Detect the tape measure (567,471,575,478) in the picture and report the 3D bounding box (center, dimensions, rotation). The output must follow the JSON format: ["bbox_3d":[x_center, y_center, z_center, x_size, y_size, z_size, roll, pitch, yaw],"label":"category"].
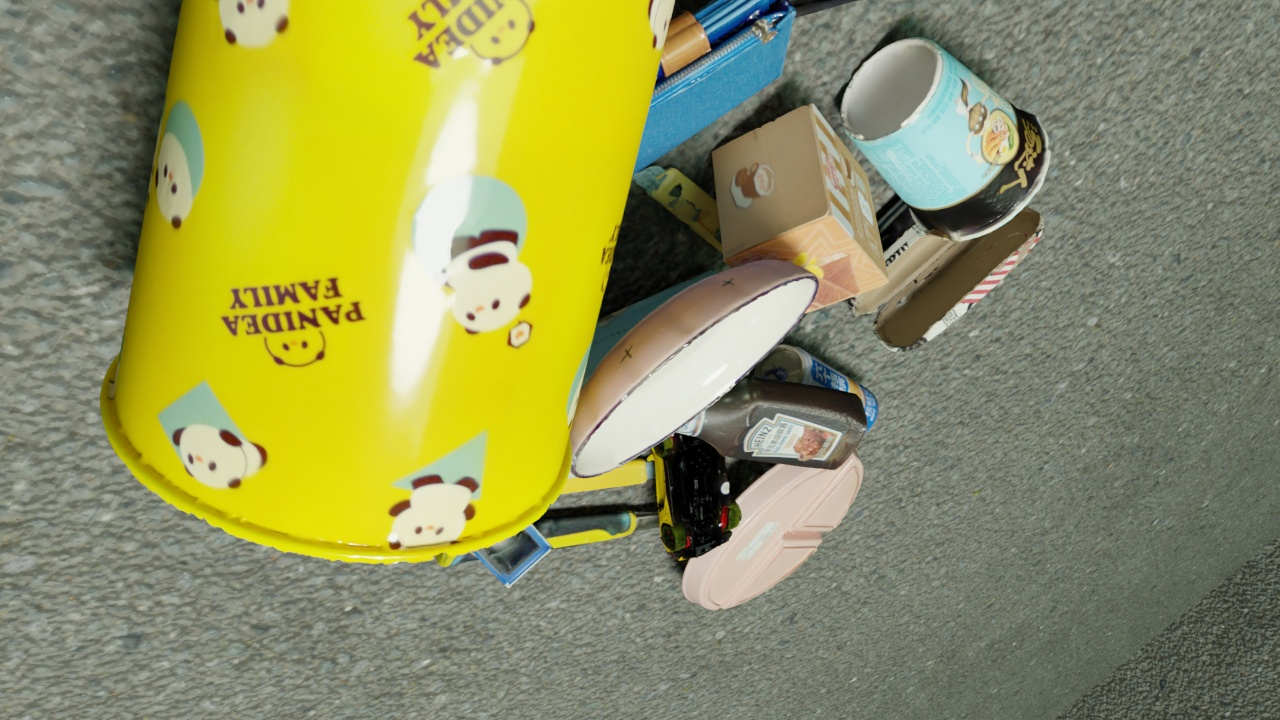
[{"bbox_3d":[-0.050,0.060,0.720,0.066,0.033,0.066,-6,133,-26],"label":"tape measure"}]

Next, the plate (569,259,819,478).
[{"bbox_3d":[0.025,0.000,0.571,0.192,0.039,0.193,-36,165,-11],"label":"plate"}]

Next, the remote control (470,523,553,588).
[{"bbox_3d":[-0.120,0.122,0.709,0.049,0.024,0.125,-40,119,-8],"label":"remote control"}]

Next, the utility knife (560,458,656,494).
[{"bbox_3d":[-0.036,0.098,0.777,0.208,0.015,0.033,-2,128,-32],"label":"utility knife"}]

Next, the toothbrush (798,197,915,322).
[{"bbox_3d":[0.198,-0.107,0.734,0.213,0.027,0.026,-44,153,11],"label":"toothbrush"}]

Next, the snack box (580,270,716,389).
[{"bbox_3d":[-0.004,0.004,0.664,0.174,0.051,0.074,-25,144,-24],"label":"snack box"}]

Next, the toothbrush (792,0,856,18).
[{"bbox_3d":[0.104,-0.223,0.571,0.180,0.015,0.018,-21,131,-17],"label":"toothbrush"}]

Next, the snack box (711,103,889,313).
[{"bbox_3d":[0.106,-0.097,0.614,0.077,0.092,0.094,-20,147,29],"label":"snack box"}]

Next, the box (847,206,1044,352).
[{"bbox_3d":[0.243,-0.088,0.756,0.163,0.076,0.088,-44,116,11],"label":"box"}]

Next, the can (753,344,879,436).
[{"bbox_3d":[0.157,0.029,0.812,0.134,0.053,0.053,25,112,-45],"label":"can"}]

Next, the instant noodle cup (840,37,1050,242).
[{"bbox_3d":[0.204,-0.157,0.637,0.120,0.111,0.111,26,111,-37],"label":"instant noodle cup"}]

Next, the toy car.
[{"bbox_3d":[0.044,0.099,0.789,0.071,0.041,0.156,-16,109,-27],"label":"toy car"}]

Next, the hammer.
[{"bbox_3d":[-0.027,0.151,0.821,0.322,0.032,0.126,0,127,-34],"label":"hammer"}]

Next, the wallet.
[{"bbox_3d":[0.025,-0.161,0.537,0.133,0.040,0.106,-34,170,0],"label":"wallet"}]

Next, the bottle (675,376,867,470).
[{"bbox_3d":[0.080,0.046,0.734,0.194,0.044,0.080,9,136,-13],"label":"bottle"}]

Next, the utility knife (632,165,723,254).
[{"bbox_3d":[0.049,-0.098,0.656,0.167,0.018,0.031,30,102,-42],"label":"utility knife"}]

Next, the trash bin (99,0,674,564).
[{"bbox_3d":[-0.107,-0.080,0.418,0.229,0.229,0.256,1,122,-34],"label":"trash bin"}]

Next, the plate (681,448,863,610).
[{"bbox_3d":[0.139,0.171,0.921,0.229,0.028,0.230,-28,145,-22],"label":"plate"}]
